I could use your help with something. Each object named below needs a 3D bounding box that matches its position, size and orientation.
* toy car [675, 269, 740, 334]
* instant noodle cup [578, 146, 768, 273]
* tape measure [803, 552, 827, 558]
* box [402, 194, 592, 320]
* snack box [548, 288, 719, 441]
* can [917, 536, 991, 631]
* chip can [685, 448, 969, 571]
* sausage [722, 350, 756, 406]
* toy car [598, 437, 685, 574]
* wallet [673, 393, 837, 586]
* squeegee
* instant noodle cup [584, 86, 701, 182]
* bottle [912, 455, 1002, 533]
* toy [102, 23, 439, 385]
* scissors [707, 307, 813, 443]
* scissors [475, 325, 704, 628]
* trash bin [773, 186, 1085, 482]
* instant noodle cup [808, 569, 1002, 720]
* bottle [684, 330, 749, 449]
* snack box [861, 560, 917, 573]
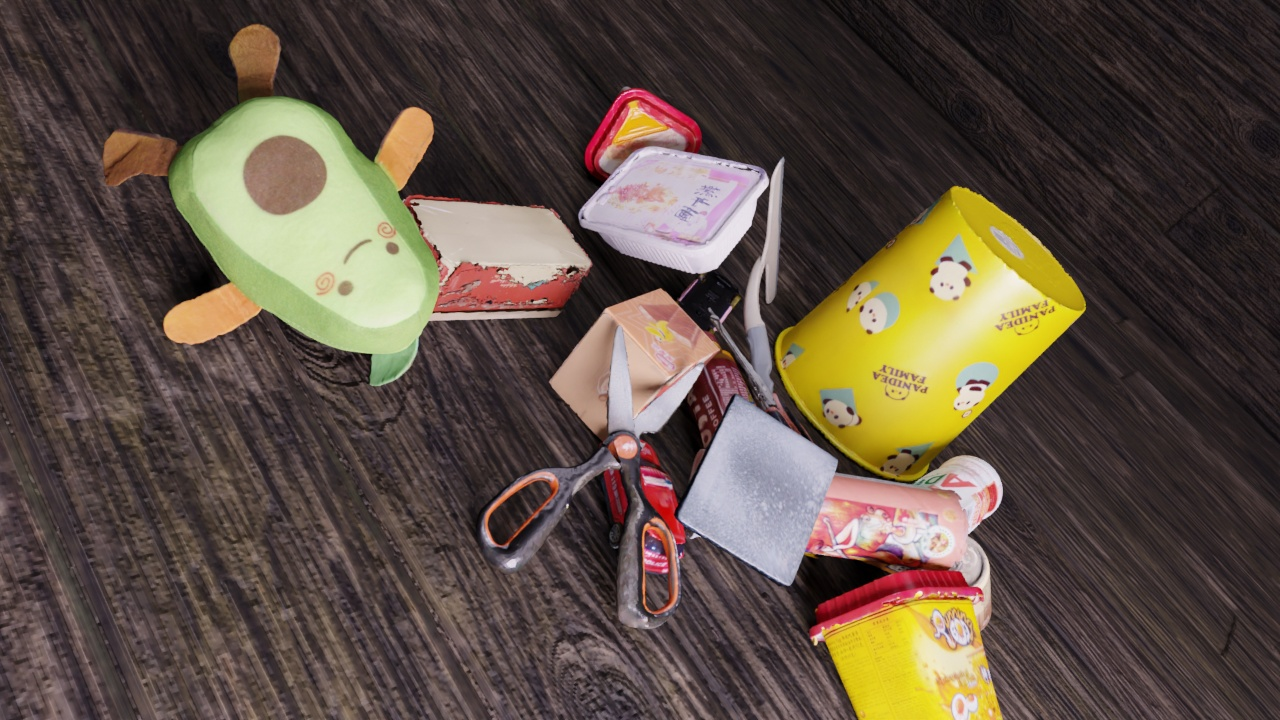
[{"bbox_3d":[0.065,-0.054,0.976,0.056,0.037,0.122,38,44,2],"label":"toy car"},{"bbox_3d":[0.038,-0.154,0.967,0.174,0.060,0.137,21,59,32],"label":"instant noodle cup"},{"bbox_3d":[0.141,0.142,0.818,0.057,0.029,0.060,22,36,-25],"label":"tape measure"},{"bbox_3d":[-0.125,-0.091,0.781,0.168,0.079,0.091,-6,53,-48],"label":"box"},{"bbox_3d":[-0.005,0.005,0.775,0.077,0.093,0.094,47,32,11],"label":"snack box"},{"bbox_3d":[0.278,0.200,0.811,0.116,0.058,0.058,60,7,-51],"label":"can"},{"bbox_3d":[0.148,0.122,0.739,0.214,0.071,0.071,9,38,-6],"label":"chip can"},{"bbox_3d":[0.103,0.047,0.902,0.021,0.022,0.165,13,41,-36],"label":"sausage"},{"bbox_3d":[0.001,0.105,0.704,0.053,0.045,0.120,17,36,-34],"label":"toy car"},{"bbox_3d":[0.087,0.094,0.677,0.097,0.019,0.120,32,55,-3],"label":"wallet"},{"bbox_3d":[0.128,-0.037,0.970,0.039,0.247,0.246,1,61,7],"label":"squeegee"},{"bbox_3d":[-0.002,-0.268,1.109,0.116,0.116,0.124,26,22,-21],"label":"instant noodle cup"},{"bbox_3d":[0.282,0.145,0.878,0.196,0.068,0.068,-15,61,-49],"label":"bottle"},{"bbox_3d":[-0.229,-0.099,0.614,0.246,0.226,0.090,45,-12,-4],"label":"toy"},{"bbox_3d":[0.121,0.047,0.848,0.206,0.015,0.194,34,33,-55],"label":"scissors"},{"bbox_3d":[-0.023,0.080,0.649,0.224,0.022,0.220,-12,71,-25],"label":"scissors"},{"bbox_3d":[0.315,-0.033,1.000,0.229,0.256,0.229,27,35,-21],"label":"trash bin"},{"bbox_3d":[0.211,0.237,0.706,0.116,0.116,0.123,11,53,-39],"label":"instant noodle cup"},{"bbox_3d":[0.075,0.047,0.839,0.057,0.058,0.174,16,39,-33],"label":"bottle"},{"bbox_3d":[0.262,0.181,0.897,0.153,0.026,0.075,25,34,-22],"label":"snack box"}]
